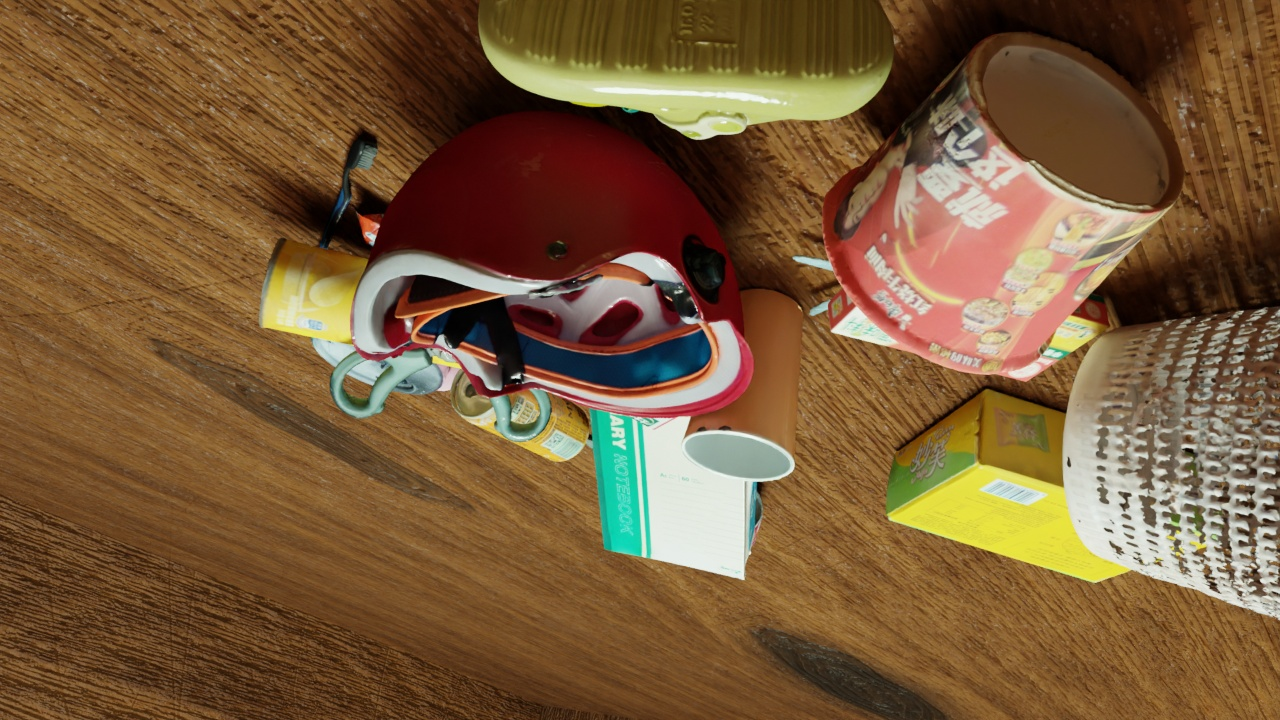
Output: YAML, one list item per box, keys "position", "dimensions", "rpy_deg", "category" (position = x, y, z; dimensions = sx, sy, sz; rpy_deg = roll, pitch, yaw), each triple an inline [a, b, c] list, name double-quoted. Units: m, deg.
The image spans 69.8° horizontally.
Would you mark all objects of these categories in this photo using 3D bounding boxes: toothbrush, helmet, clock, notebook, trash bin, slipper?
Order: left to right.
- position: [-0.220, -0.113, 0.678]
  dimensions: [0.016, 0.014, 0.190]
  rpy_deg: [1, 161, -28]
  category: "toothbrush"
- position: [-0.200, -0.017, 0.797]
  dimensions: [0.158, 0.059, 0.117]
  rpy_deg: [20, 151, -8]
  category: "clock"
- position: [-0.040, -0.059, 0.557]
  dimensions: [0.239, 0.143, 0.208]
  rpy_deg: [20, 154, -36]
  category: "helmet"
- position: [0.027, 0.109, 0.860]
  dimensions: [0.150, 0.012, 0.209]
  rpy_deg: [7, 121, 19]
  category: "notebook"
- position: [0.019, -0.140, 0.434]
  dimensions: [0.190, 0.091, 0.082]
  rpy_deg: [8, 155, 5]
  category: "slipper"
- position: [0.367, 0.057, 0.527]
  dimensions: [0.192, 0.227, 0.227]
  rpy_deg: [3, 153, 47]
  category: "trash bin"

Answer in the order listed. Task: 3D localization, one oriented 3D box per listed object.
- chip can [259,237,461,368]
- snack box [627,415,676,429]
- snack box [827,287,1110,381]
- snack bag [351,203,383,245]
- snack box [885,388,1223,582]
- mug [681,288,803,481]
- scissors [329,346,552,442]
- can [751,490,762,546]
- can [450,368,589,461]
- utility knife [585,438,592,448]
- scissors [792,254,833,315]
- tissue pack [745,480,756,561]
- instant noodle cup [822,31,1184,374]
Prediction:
- position: [-0.174, -0.036, 0.705]
  dimensions: [0.213, 0.072, 0.072]
  rpy_deg: [14, 154, -15]
  category: "chip can"
- position: [-0.004, 0.004, 0.739]
  dimensions: [0.113, 0.044, 0.127]
  rpy_deg: [29, 139, -27]
  category: "snack box"
- position: [0.207, -0.030, 0.582]
  dimensions: [0.155, 0.027, 0.077]
  rpy_deg: [13, 148, -17]
  category: "snack box"
- position: [-0.166, -0.086, 0.684]
  dimensions: [0.104, 0.026, 0.048]
  rpy_deg: [21, 176, -14]
  category: "snack bag"
- position: [0.337, 0.111, 0.766]
  dimensions: [0.210, 0.069, 0.158]
  rpy_deg: [17, 152, -5]
  category: "snack box"
- position: [0.078, 0.014, 0.653]
  dimensions: [0.078, 0.122, 0.078]
  rpy_deg: [11, 152, 5]
  category: "mug"
- position: [-0.158, 0.019, 0.699]
  dimensions: [0.179, 0.019, 0.170]
  rpy_deg: [-12, 139, 15]
  category: "scissors"
- position: [0.098, 0.175, 1.004]
  dimensions: [0.066, 0.066, 0.094]
  rpy_deg: [10, 153, 7]
  category: "can"
- position: [-0.104, 0.046, 0.816]
  dimensions: [0.058, 0.058, 0.146]
  rpy_deg: [-1, 160, 27]
  category: "can"
- position: [0.044, 0.101, 0.955]
  dimensions: [0.213, 0.022, 0.031]
  rpy_deg: [4, 157, 11]
  category: "utility knife"
- position: [0.165, -0.051, 0.601]
  dimensions: [0.135, 0.017, 0.134]
  rpy_deg: [25, 147, -29]
  category: "scissors"
- position: [0.069, 0.133, 0.905]
  dimensions: [0.090, 0.063, 0.140]
  rpy_deg: [7, 122, 14]
  category: "tissue pack"
- position: [0.171, -0.078, 0.436]
  dimensions: [0.138, 0.137, 0.109]
  rpy_deg: [19, 144, -8]
  category: "instant noodle cup"
